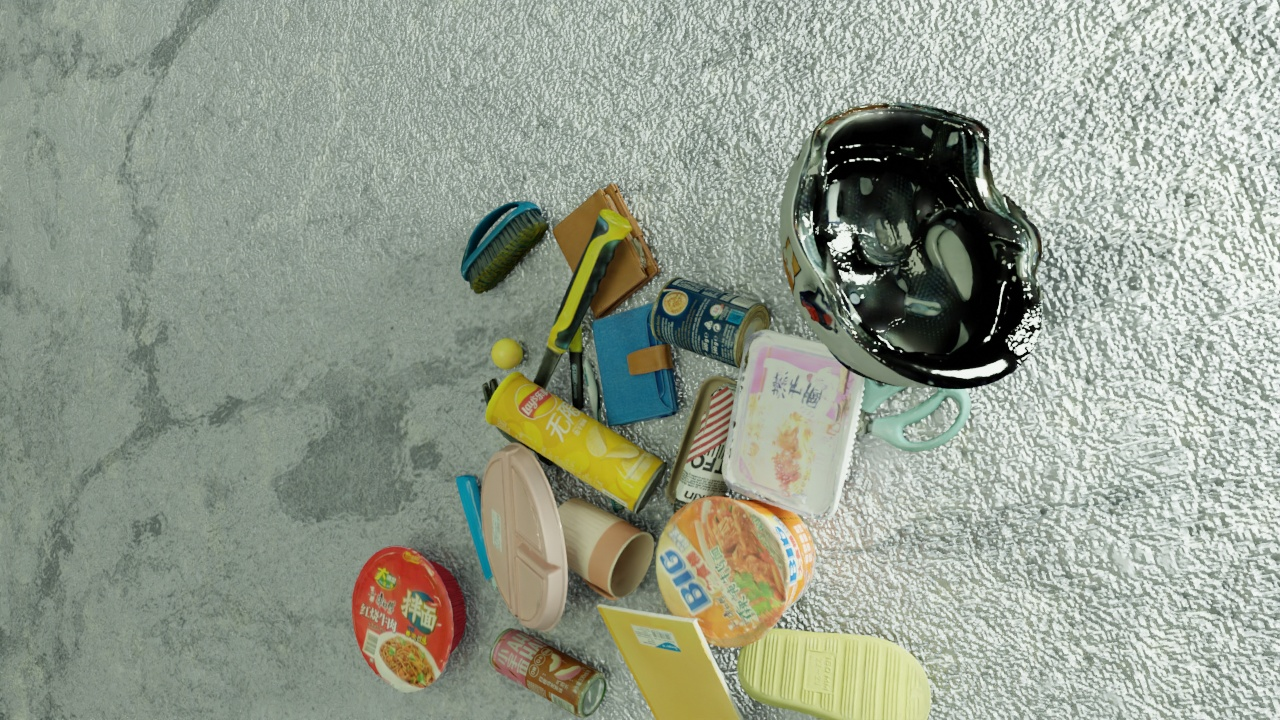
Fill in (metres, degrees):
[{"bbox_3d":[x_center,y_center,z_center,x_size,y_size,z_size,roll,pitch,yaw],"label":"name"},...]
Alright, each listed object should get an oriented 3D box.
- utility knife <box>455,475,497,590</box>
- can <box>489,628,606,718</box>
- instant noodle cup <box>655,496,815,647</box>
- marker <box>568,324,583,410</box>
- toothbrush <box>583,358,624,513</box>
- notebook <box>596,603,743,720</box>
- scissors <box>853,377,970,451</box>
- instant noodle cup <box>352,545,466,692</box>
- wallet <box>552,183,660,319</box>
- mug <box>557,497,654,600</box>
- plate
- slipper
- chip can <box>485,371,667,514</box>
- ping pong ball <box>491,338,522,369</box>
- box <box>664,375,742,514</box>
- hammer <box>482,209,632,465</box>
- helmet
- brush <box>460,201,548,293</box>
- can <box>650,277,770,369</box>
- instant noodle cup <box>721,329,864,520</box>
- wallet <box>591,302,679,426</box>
[{"bbox_3d":[-0.213,0.227,1.221,0.034,0.018,0.159,-27,77,42],"label":"utility knife"},{"bbox_3d":[-0.115,0.384,1.133,0.147,0.057,0.058,16,98,31],"label":"can"},{"bbox_3d":[0.108,0.211,0.960,0.152,0.111,0.151,0,89,32],"label":"instant noodle cup"},{"bbox_3d":[-0.081,0.002,1.139,0.018,0.015,0.124,-3,90,35],"label":"marker"},{"bbox_3d":[-0.044,0.090,1.116,0.018,0.016,0.191,-15,82,21],"label":"toothbrush"},{"bbox_3d":[0.044,0.351,0.986,0.146,0.010,0.206,-6,116,45],"label":"notebook"},{"bbox_3d":[0.254,0.069,0.925,0.129,0.019,0.186,48,115,23],"label":"scissors"},{"bbox_3d":[-0.306,0.346,1.251,0.194,0.065,0.194,-1,88,32],"label":"instant noodle cup"},{"bbox_3d":[-0.043,-0.133,1.107,0.108,0.031,0.131,-37,72,30],"label":"wallet"},{"bbox_3d":[-0.049,0.230,1.087,0.106,0.081,0.115,23,131,32],"label":"mug"},{"bbox_3d":[-0.147,0.215,1.110,0.230,0.028,0.230,25,119,58],"label":"plate"},{"bbox_3d":[0.194,0.322,0.929,0.191,0.081,0.091,7,68,18],"label":"slipper"},{"bbox_3d":[-0.076,0.095,1.069,0.213,0.072,0.072,31,106,13],"label":"chip can"},{"bbox_3d":[-0.172,-0.009,1.182,0.040,0.040,0.040,0,89,32],"label":"ping pong ball"},{"bbox_3d":[0.071,0.096,1.019,0.087,0.076,0.163,28,105,59],"label":"box"},{"bbox_3d":[-0.097,-0.033,1.103,0.126,0.031,0.324,32,114,14],"label":"hammer"},{"bbox_3d":[0.229,-0.091,0.848,0.157,0.229,0.274,133,119,-70],"label":"helmet"},{"bbox_3d":[-0.182,-0.153,1.180,0.144,0.055,0.073,-43,69,25],"label":"brush"},{"bbox_3d":[0.078,-0.041,1.003,0.111,0.075,0.075,21,100,31],"label":"can"},{"bbox_3d":[0.164,0.063,0.942,0.138,0.060,0.173,16,98,38],"label":"instant noodle cup"},{"bbox_3d":[-0.006,0.006,1.080,0.107,0.040,0.133,-15,82,36],"label":"wallet"}]
